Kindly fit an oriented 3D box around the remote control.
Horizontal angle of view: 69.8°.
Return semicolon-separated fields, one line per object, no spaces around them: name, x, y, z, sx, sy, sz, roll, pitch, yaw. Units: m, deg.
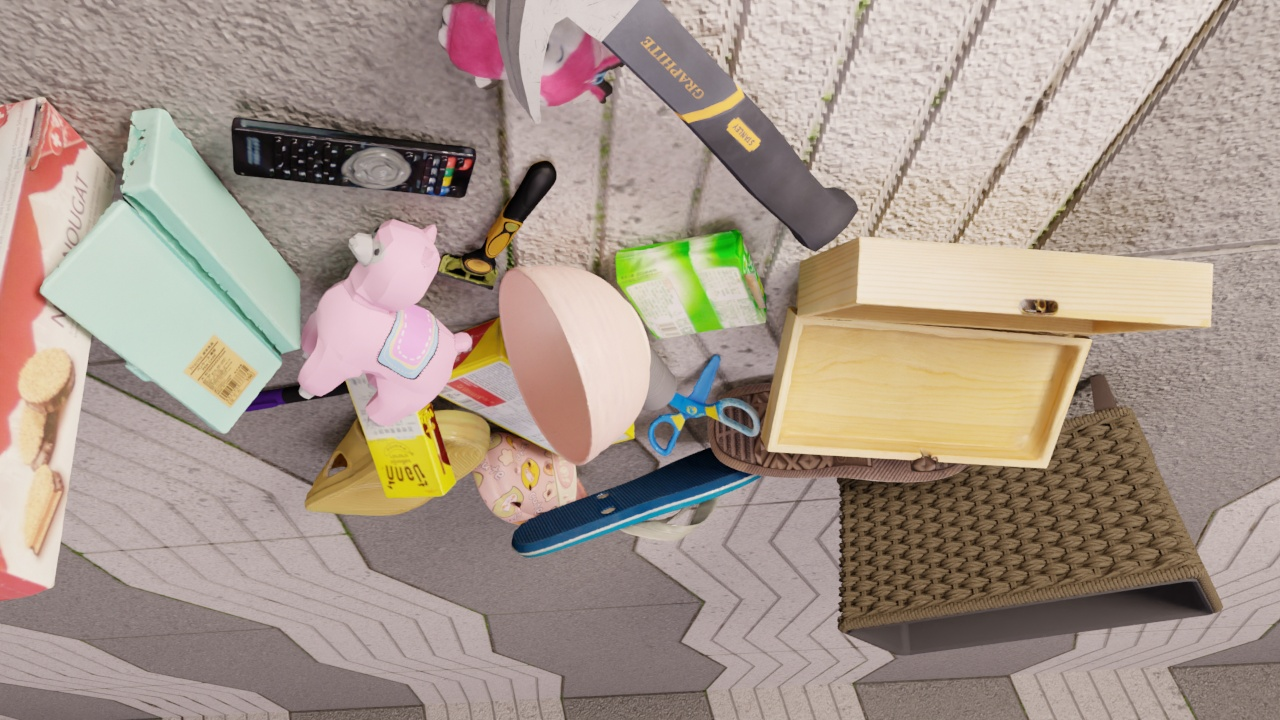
remote control;-0.174;-0.125;0.564;0.140;0.021;0.046;4;153;-20

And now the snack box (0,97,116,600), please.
snack box;-0.334;-0.015;0.492;0.044;0.272;0.077;-10;151;2

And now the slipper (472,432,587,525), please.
slipper;-0.098;0.128;0.971;0.082;0.093;0.197;-26;146;19

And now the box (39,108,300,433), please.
box;-0.279;-0.047;0.582;0.055;0.138;0.187;1;153;9

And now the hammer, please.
hammer;0.047;-0.140;0.500;0.139;0.035;0.312;-45;143;14

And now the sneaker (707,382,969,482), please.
sneaker;0.188;0.068;0.892;0.245;0.091;0.097;0;178;3

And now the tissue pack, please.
tissue pack;0.042;-0.054;0.691;0.100;0.034;0.114;-7;152;16

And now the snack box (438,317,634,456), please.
snack box;-0.096;0.031;0.833;0.092;0.042;0.200;-18;147;29

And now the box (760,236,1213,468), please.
box;0.239;-0.012;0.695;0.247;0.118;0.253;5;140;-8

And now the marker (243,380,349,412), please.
marker;-0.314;0.032;0.846;0.134;0.018;0.015;-9;131;13

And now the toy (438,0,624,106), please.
toy;-0.057;-0.157;0.486;0.102;0.050;0.066;11;154;-12

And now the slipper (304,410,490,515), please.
slipper;-0.237;0.092;0.900;0.099;0.078;0.264;20;145;-36

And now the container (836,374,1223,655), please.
container;0.368;0.163;0.929;0.322;0.204;0.176;-19;147;29

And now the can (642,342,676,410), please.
can;-0.005;0.005;0.787;0.044;0.044;0.106;-11;150;17

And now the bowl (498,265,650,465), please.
bowl;-0.041;-0.006;0.684;0.076;0.153;0.153;-20;159;-24

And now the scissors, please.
scissors;0.049;0.046;0.850;0.127;0.013;0.126;23;123;1

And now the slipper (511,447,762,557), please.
slipper;0.016;0.150;0.921;0.294;0.060;0.118;-19;-173;-10

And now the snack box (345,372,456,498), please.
snack box;-0.206;0.046;0.773;0.061;0.025;0.149;-5;111;21

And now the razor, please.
razor;-0.095;-0.091;0.632;0.044;0.021;0.145;15;146;-27

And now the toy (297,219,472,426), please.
toy;-0.181;-0.027;0.665;0.123;0.067;0.158;29;120;-36
